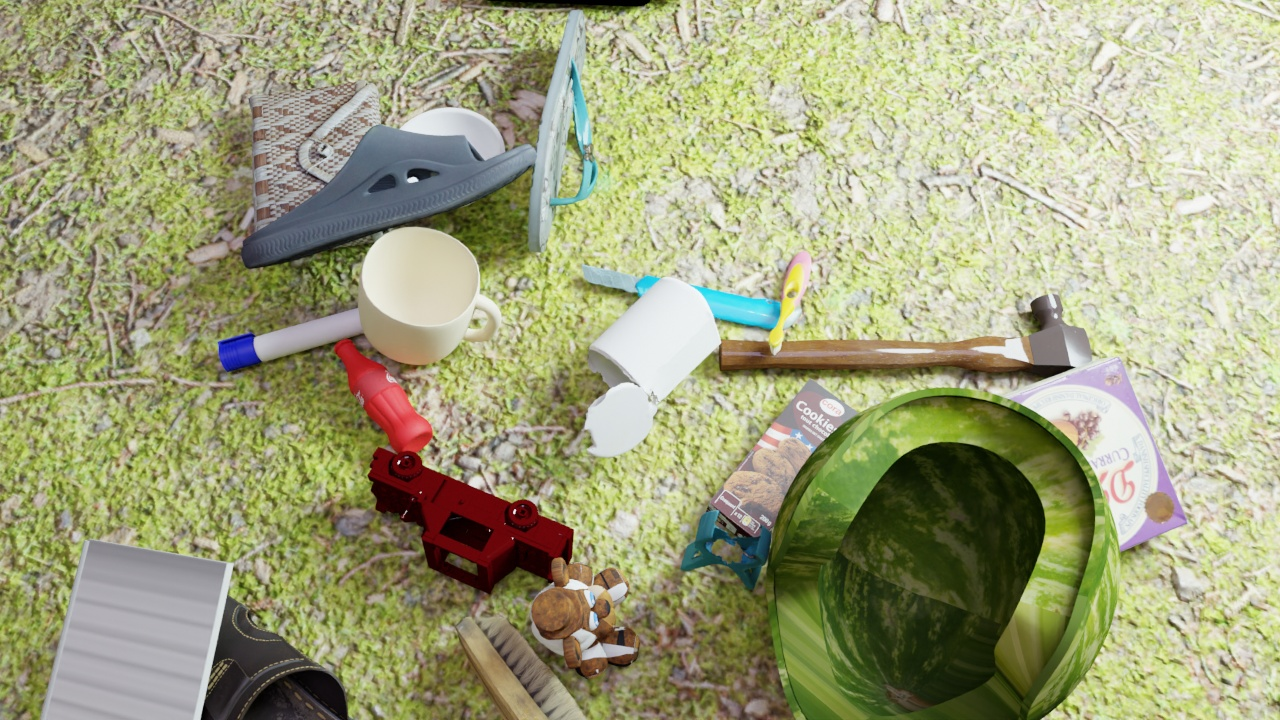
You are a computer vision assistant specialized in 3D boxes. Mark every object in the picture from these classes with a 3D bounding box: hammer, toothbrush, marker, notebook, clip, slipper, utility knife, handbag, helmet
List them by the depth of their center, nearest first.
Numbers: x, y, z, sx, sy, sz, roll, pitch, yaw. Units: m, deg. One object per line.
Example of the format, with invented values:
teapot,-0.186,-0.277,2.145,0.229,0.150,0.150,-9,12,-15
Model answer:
helmet,0.198,0.146,0.627,0.213,0.248,0.242,27,47,22
notebook,-0.371,0.242,0.656,0.143,0.009,0.209,3,78,21
slipper,-0.284,0.252,0.664,0.268,0.076,0.112,35,70,14
clip,0.051,0.139,0.693,0.113,0.127,0.028,16,66,-4
slipper,-0.219,-0.151,0.779,0.268,0.110,0.083,-18,100,5
hammer,0.231,-0.004,0.808,0.323,0.033,0.115,0,64,0
marker,-0.302,-0.022,0.813,0.133,0.023,0.027,-17,81,-8
toothbrush,0.134,-0.054,0.822,0.021,0.016,0.135,9,46,17
utility knife,0.044,-0.059,0.837,0.205,0.015,0.031,14,66,2
slipper,-0.063,-0.225,0.865,0.055,0.098,0.268,5,65,3
handbag,-0.306,-0.188,0.875,0.124,0.047,0.185,-11,67,-4

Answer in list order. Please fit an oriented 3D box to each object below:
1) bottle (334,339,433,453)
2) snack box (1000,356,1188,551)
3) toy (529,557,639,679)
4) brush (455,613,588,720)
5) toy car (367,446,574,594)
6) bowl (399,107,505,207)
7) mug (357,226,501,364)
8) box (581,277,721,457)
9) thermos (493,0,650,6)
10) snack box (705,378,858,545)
bottle,-0.224,0.028,0.785,0.036,0.036,0.119,-37,71,-15
snack box,0.342,0.089,0.740,0.143,0.041,0.148,-20,85,-9
toy,-0.045,0.189,0.678,0.067,0.113,0.087,-14,67,6
brush,-0.069,0.263,0.671,0.043,0.059,0.195,-33,68,-26
toy car,-0.140,0.132,0.721,0.170,0.070,0.061,21,56,9
bowl,-0.182,-0.184,0.876,0.110,0.041,0.109,0,67,-1
mug,-0.180,-0.043,0.784,0.120,0.100,0.096,18,60,-9
box,-0.004,0.006,0.770,0.165,0.083,0.092,-43,55,-16
thermos,-0.048,-0.407,0.965,0.231,0.061,0.061,3,66,1
snack box,0.119,0.085,0.765,0.051,0.032,0.140,37,71,15
